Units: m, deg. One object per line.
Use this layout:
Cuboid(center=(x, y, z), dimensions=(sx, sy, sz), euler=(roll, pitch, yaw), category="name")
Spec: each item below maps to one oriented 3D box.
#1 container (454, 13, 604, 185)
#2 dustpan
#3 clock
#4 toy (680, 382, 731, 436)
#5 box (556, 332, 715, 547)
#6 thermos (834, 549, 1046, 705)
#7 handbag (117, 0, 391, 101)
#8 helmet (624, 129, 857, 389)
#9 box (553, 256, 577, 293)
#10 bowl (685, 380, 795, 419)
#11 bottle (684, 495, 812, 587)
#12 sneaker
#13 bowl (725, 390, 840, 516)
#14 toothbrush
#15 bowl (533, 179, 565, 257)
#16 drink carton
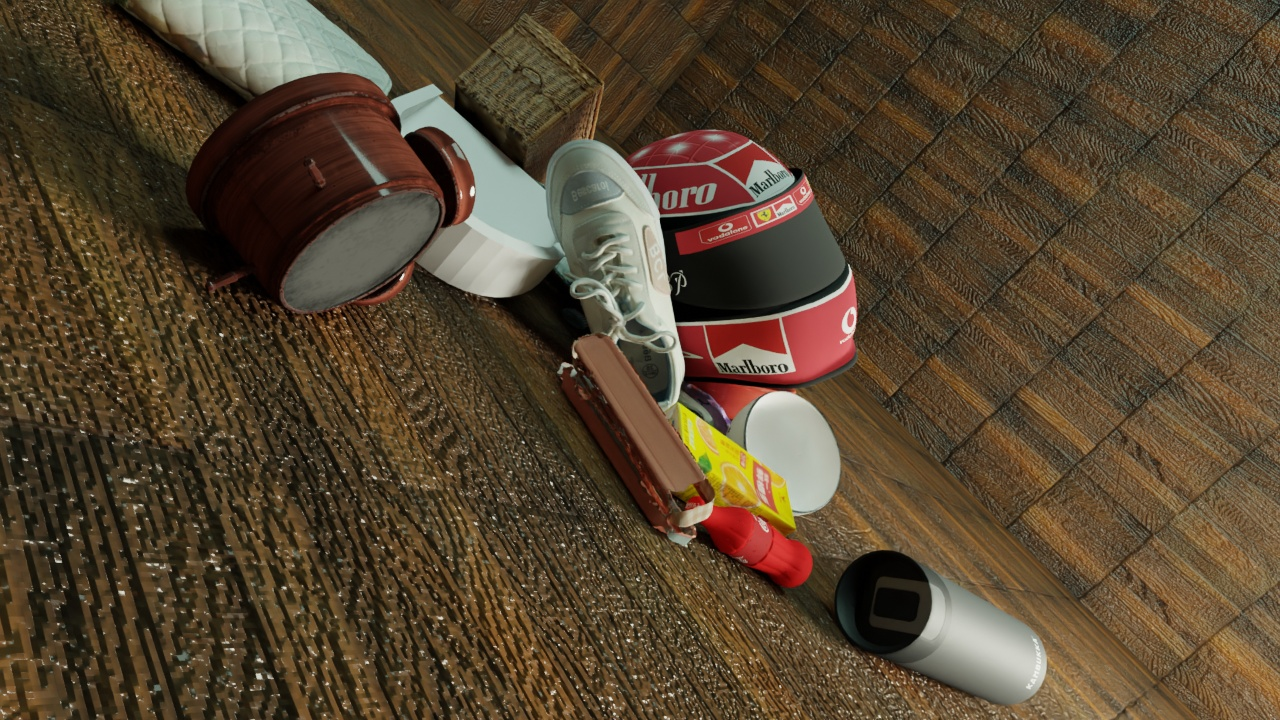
Cuboid(center=(-0.127, -0.252, 0.994), dimensions=(0.114, 0.112, 0.199), euler=(43, -22, 6), category="container")
Cuboid(center=(-0.138, -0.156, 0.795), dimensions=(0.191, 0.053, 0.257), euler=(40, 28, -13), category="dustpan")
Cuboid(center=(-0.158, -0.084, 0.497), dimensions=(0.072, 0.121, 0.157), euler=(52, 22, 9), category="clock")
Cuboid(center=(0.067, 0.057, 0.901), dimensions=(0.080, 0.036, 0.099), euler=(40, 11, -13), category="toy")
Cuboid(center=(-0.012, 0.060, 0.673), dimensions=(0.056, 0.064, 0.188), euler=(-9, 44, -26), category="box")
Cuboid(center=(0.266, 0.237, 0.797), dimensions=(0.240, 0.082, 0.082), euler=(32, 16, -40), category="thermos")
Cuboid(center=(-0.299, -0.246, 0.726), dimensions=(0.195, 0.073, 0.138), euler=(38, 22, -22), category="handbag")
Cuboid(center=(0.068, -0.106, 0.881), dimensions=(0.197, 0.271, 0.225), euler=(-37, 122, -44), category="helmet")
Cuboid(center=(-0.030, -0.090, 1.023), dimensions=(0.230, 0.035, 0.158), euler=(47, 39, 1), category="box")
Cuboid(center=(0.099, 0.035, 0.991), dimensions=(0.130, 0.045, 0.130), euler=(15, 8, -2), category="bowl")
Cuboid(center=(0.079, 0.132, 0.682), dimensions=(0.119, 0.036, 0.036), euler=(34, 15, -30), category="bottle")
Cuboid(center=(-0.014, -0.061, 0.755), dimensions=(0.090, 0.089, 0.242), euler=(-99, 172, -69), category="sneaker")
Cuboid(center=(0.121, 0.090, 0.842), dimensions=(0.113, 0.063, 0.113), euler=(14, 64, -30), category="bowl")
Cuboid(center=(-0.005, 0.005, 0.859), dimensions=(0.189, 0.016, 0.017), euler=(38, 21, 20), category="toothbrush")
Cuboid(center=(-0.114, -0.133, 0.920), dimensions=(0.110, 0.055, 0.110), euler=(35, 30, -24), category="bowl")
Cuboid(center=(0.063, 0.095, 0.728), dimensions=(0.134, 0.043, 0.058), euler=(36, 30, -28), category="drink carton")
